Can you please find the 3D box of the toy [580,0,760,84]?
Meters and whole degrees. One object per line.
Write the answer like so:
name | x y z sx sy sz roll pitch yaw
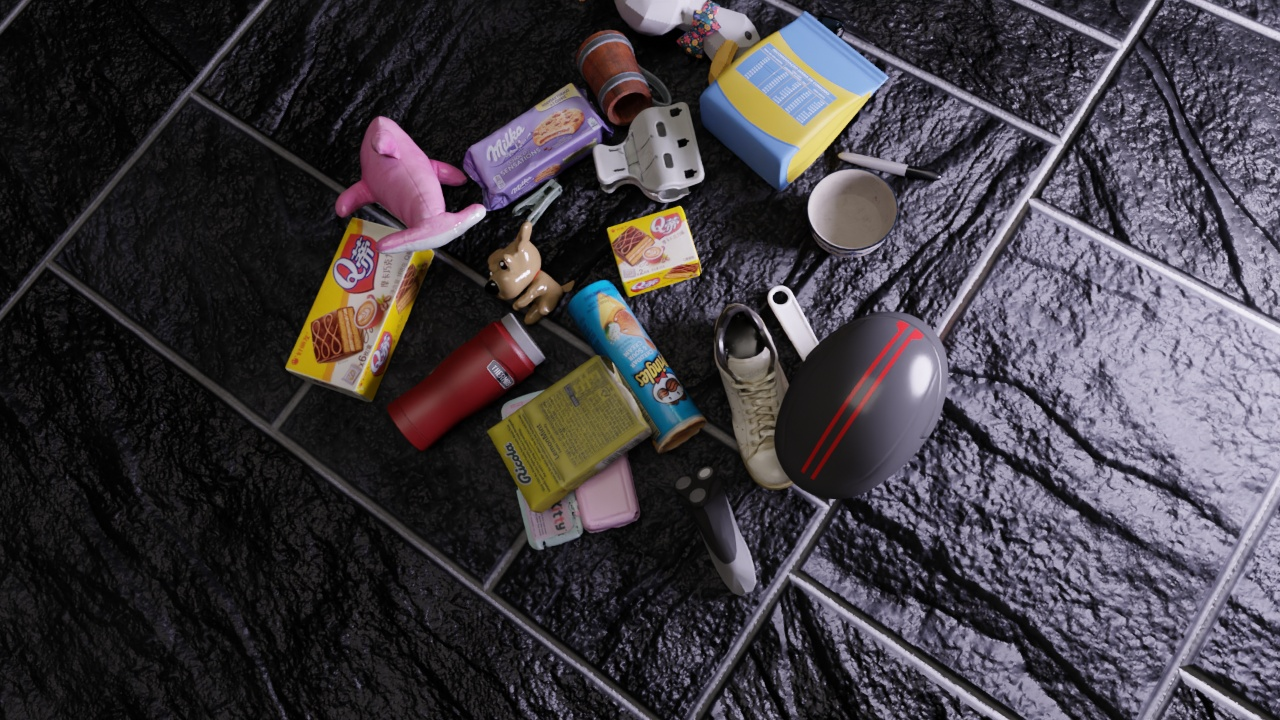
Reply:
toy | 0.052 -0.512 1.285 0.267 0.141 0.246 21 58 -12

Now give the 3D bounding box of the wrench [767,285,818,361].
wrench | 0.234 0.020 1.167 0.066 0.018 0.273 -26 72 -1

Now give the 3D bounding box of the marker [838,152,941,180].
marker | 0.335 -0.263 1.236 0.139 0.016 0.022 16 46 12

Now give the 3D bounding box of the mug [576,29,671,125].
mug | -0.019 -0.391 1.285 0.117 0.082 0.111 -5 58 -32

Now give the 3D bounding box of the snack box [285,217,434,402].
snack box | -0.379 -0.071 1.245 0.110 0.062 0.230 17 77 12

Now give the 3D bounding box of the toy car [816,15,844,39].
toy car | 0.246 -0.428 1.282 0.046 0.034 0.112 25 86 20

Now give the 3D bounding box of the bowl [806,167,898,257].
bowl | 0.273 -0.186 1.197 0.115 0.059 0.115 -2 74 7

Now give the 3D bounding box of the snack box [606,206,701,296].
snack box | 0.019 -0.144 1.216 0.106 0.061 0.083 -17 73 2

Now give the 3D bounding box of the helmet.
helmet | 0.260 0.041 1.058 0.164 0.170 0.264 35 80 16

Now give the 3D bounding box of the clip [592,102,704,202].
clip | 0.010 -0.275 1.267 0.152 0.091 0.125 -17 70 17

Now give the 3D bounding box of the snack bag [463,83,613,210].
snack bag | -0.145 -0.294 1.283 0.205 0.058 0.096 -32 69 1

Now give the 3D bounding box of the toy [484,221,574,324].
toy | -0.153 -0.109 1.218 0.108 0.134 0.105 48 60 -10

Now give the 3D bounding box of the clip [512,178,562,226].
clip | -0.141 -0.220 1.279 0.035 0.023 0.074 42 81 17

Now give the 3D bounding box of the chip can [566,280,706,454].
chip can | -0.007 0.007 1.168 0.080 0.080 0.229 -33 72 -3

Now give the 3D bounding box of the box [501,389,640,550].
box | -0.093 0.125 1.164 0.154 0.045 0.201 -16 72 3

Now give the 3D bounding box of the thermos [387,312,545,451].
thermos | -0.229 0.022 1.196 0.198 0.084 0.108 -37 40 -2

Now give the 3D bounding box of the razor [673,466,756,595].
razor | 0.096 0.209 1.113 0.057 0.060 0.156 -26 92 11

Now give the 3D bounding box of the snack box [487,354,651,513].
snack box | -0.085 0.088 1.126 0.181 0.045 0.121 -36 71 7

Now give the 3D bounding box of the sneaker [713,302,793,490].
sneaker | 0.147 0.036 1.127 0.089 0.102 0.241 -16 74 2

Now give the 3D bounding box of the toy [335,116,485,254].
toy | -0.324 -0.251 1.234 0.186 0.128 0.265 -24 52 -20

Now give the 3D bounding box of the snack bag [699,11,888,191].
snack bag | 0.204 -0.356 1.230 0.205 0.102 0.159 -44 75 -4
